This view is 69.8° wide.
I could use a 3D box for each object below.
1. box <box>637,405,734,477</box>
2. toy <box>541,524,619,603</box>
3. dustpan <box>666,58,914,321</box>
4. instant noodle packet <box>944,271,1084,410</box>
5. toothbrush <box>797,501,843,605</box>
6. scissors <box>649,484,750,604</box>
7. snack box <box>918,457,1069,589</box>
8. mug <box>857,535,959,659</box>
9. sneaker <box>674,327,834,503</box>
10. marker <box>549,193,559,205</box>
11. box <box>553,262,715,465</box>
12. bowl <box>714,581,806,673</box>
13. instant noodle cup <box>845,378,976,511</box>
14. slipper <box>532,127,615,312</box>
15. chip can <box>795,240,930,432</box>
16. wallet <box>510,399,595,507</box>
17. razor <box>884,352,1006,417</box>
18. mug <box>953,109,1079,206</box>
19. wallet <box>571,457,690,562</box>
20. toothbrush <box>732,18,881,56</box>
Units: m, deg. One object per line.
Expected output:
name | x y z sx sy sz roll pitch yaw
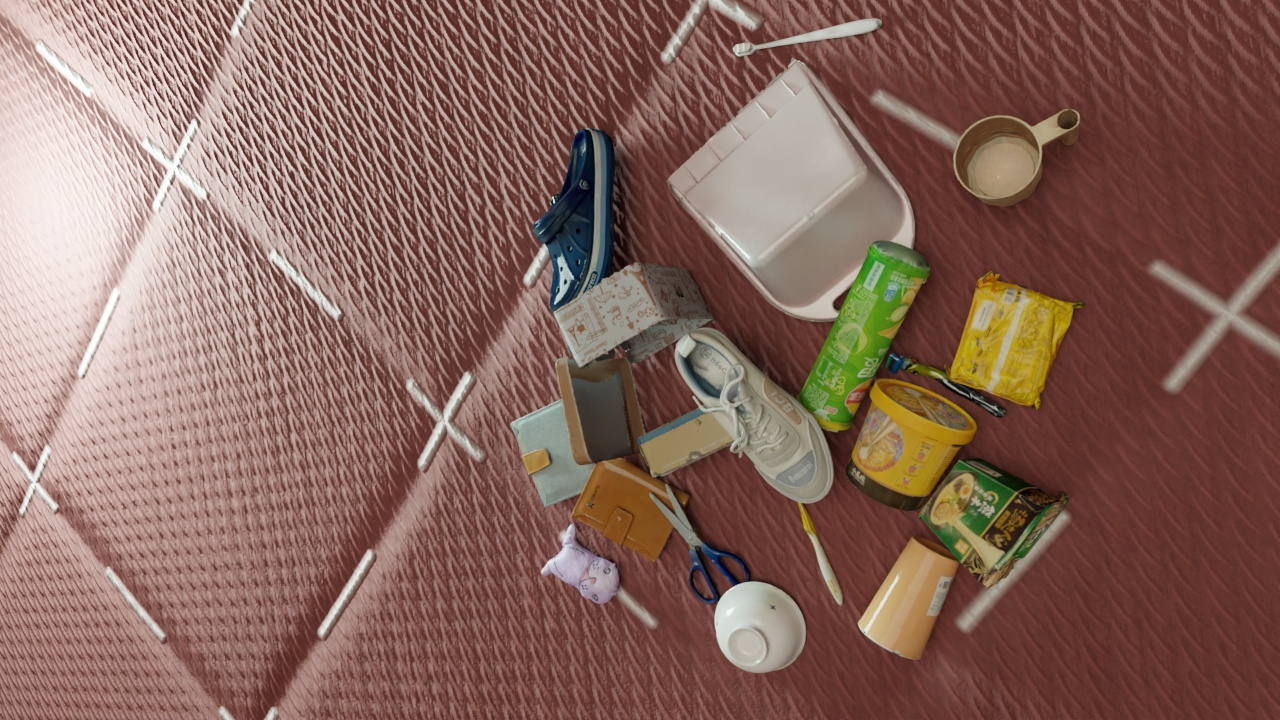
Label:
box | 0.091 0.083 1.137 0.185 0.089 0.059 -30 80 21
toy | -0.074 0.285 1.253 0.108 0.039 0.084 31 96 22
dustpan | 0.191 -0.183 1.108 0.223 0.138 0.273 -38 50 18
instant noodle packet | 0.406 -0.024 1.005 0.111 0.044 0.128 21 105 17
toothbrush | 0.206 0.211 1.128 0.018 0.016 0.191 -28 80 35
scissors | 0.079 0.232 1.175 0.141 0.012 0.171 0 104 19
snack box | 0.378 0.165 0.997 0.105 0.118 0.118 41 109 29
mug | 0.312 0.268 1.050 0.078 0.078 0.123 28 100 22
sneaker | 0.127 0.059 1.026 0.090 0.090 0.242 -42 81 12
marker | -0.093 -0.165 1.250 0.023 0.018 0.130 -25 81 34
box | 0.004 -0.001 1.124 0.157 0.180 0.226 -13 84 24
bowl | 0.139 0.341 1.133 0.118 0.064 0.118 4 100 21
instant noodle cup | 0.296 0.096 1.029 0.118 0.118 0.115 28 112 22
slipper | -0.087 -0.180 1.178 0.095 0.105 0.252 8 83 -19
chip can | 0.251 -0.028 1.042 0.072 0.072 0.222 31 116 21
wallet | -0.117 0.128 1.266 0.107 0.037 0.129 -25 83 23
razor | 0.349 0.025 1.044 0.143 0.043 0.022 28 77 17
mug | 0.398 -0.217 0.965 0.125 0.103 0.084 -28 81 24
wallet | -0.014 0.192 1.212 0.132 0.031 0.108 29 105 9
toothbrush | 0.197 -0.388 1.100 0.180 0.016 0.016 -2 94 25
